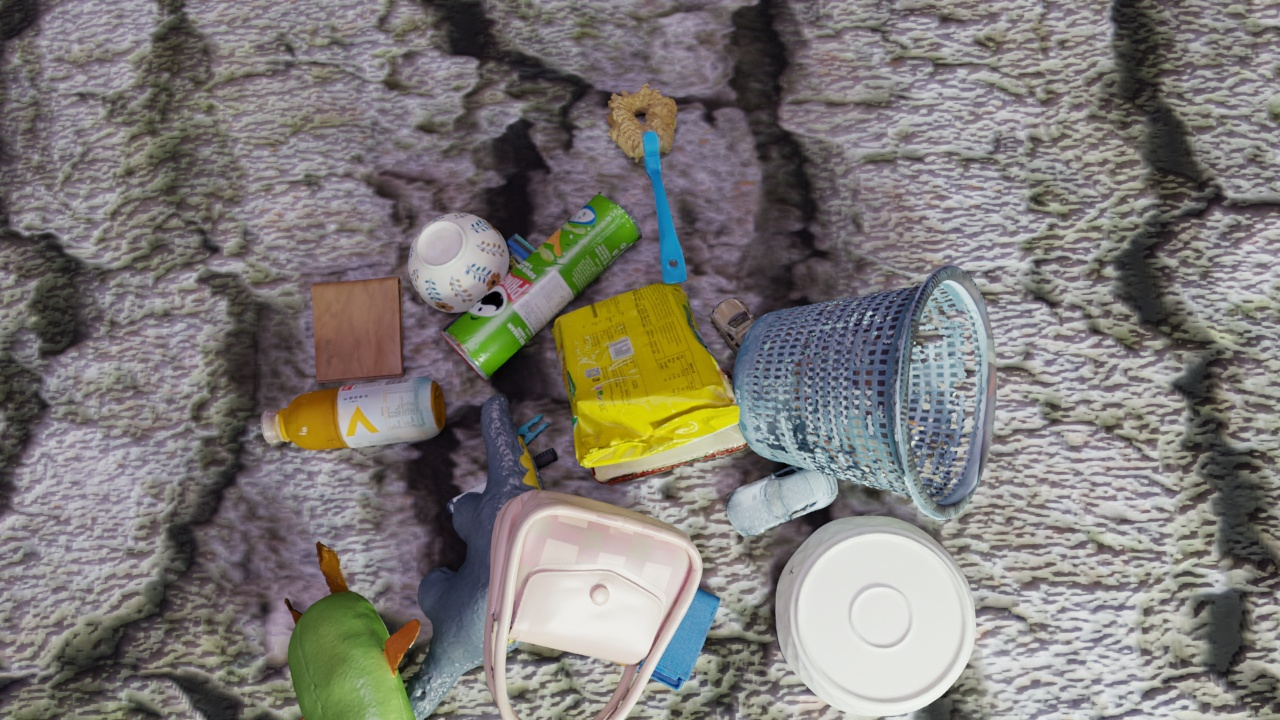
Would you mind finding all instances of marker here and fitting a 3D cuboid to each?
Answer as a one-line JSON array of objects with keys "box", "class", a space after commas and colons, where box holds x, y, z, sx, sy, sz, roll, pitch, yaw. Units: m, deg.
[{"box": [-0.149, 0.131, 0.991, 0.130, 0.022, 0.018, -28, 83, -3], "class": "marker"}]

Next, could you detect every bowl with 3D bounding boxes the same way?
[{"box": [-0.206, -0.115, 1.003, 0.113, 0.062, 0.113, -4, 72, 11], "class": "bowl"}]

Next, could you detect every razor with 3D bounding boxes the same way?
[{"box": [-0.170, -0.076, 1.026, 0.043, 0.022, 0.142, 38, 84, 24], "class": "razor"}]

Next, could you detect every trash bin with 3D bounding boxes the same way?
[{"box": [0.206, 0.026, 0.875, 0.195, 0.226, 0.226, 2, 78, 40], "class": "trash bin"}]

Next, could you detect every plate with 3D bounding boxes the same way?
[{"box": [0.243, 0.262, 0.939, 0.205, 0.045, 0.204, 0, 80, 2], "class": "plate"}]

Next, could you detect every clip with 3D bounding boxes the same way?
[{"box": [-0.126, 0.081, 1.002, 0.056, 0.014, 0.041, -41, 82, -5], "class": "clip"}]

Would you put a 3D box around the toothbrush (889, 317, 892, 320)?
[{"box": [0.217, 0.004, 1.000, 0.191, 0.018, 0.016, -36, 81, -1], "class": "toothbrush"}]

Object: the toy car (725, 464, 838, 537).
[{"box": [0.149, 0.144, 0.969, 0.120, 0.037, 0.054, -23, 80, 2], "class": "toy car"}]

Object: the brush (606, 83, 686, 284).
[{"box": [0.016, -0.198, 1.009, 0.083, 0.046, 0.254, -8, 67, -6], "class": "brush"}]

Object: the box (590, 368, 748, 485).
[{"box": [0.026, 0.073, 0.956, 0.168, 0.079, 0.091, -16, 80, 6], "class": "box"}]

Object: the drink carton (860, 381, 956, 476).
[{"box": [0.273, 0.067, 0.970, 0.053, 0.045, 0.122, 40, 83, 19], "class": "drink carton"}]

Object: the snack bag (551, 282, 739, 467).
[{"box": [-0.005, 0.005, 0.916, 0.158, 0.246, 0.068, -19, 123, -1], "class": "snack bag"}]

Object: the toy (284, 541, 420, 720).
[{"box": [-0.285, 0.310, 0.899, 0.228, 0.089, 0.246, -47, 60, 29], "class": "toy"}]

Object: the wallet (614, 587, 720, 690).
[{"box": [0.004, 0.267, 0.953, 0.133, 0.040, 0.106, 24, 74, 7], "class": "wallet"}]

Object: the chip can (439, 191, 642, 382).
[{"box": [-0.105, -0.081, 0.993, 0.235, 0.072, 0.072, -43, 81, -9], "class": "chip can"}]

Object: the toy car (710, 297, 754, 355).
[{"box": [0.113, -0.029, 1.000, 0.042, 0.035, 0.090, -35, 78, -5], "class": "toy car"}]

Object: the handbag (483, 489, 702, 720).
[{"box": [-0.059, 0.251, 0.872, 0.193, 0.093, 0.234, 19, 80, -20], "class": "handbag"}]

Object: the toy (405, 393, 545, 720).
[{"box": [-0.157, 0.219, 0.939, 0.138, 0.091, 0.356, 18, 85, 11], "class": "toy"}]

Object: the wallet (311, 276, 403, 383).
[{"box": [-0.317, -0.035, 1.029, 0.101, 0.020, 0.115, -5, 83, 3], "class": "wallet"}]

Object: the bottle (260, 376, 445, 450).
[{"box": [-0.308, 0.060, 0.987, 0.189, 0.068, 0.068, -7, 80, 2], "class": "bottle"}]
